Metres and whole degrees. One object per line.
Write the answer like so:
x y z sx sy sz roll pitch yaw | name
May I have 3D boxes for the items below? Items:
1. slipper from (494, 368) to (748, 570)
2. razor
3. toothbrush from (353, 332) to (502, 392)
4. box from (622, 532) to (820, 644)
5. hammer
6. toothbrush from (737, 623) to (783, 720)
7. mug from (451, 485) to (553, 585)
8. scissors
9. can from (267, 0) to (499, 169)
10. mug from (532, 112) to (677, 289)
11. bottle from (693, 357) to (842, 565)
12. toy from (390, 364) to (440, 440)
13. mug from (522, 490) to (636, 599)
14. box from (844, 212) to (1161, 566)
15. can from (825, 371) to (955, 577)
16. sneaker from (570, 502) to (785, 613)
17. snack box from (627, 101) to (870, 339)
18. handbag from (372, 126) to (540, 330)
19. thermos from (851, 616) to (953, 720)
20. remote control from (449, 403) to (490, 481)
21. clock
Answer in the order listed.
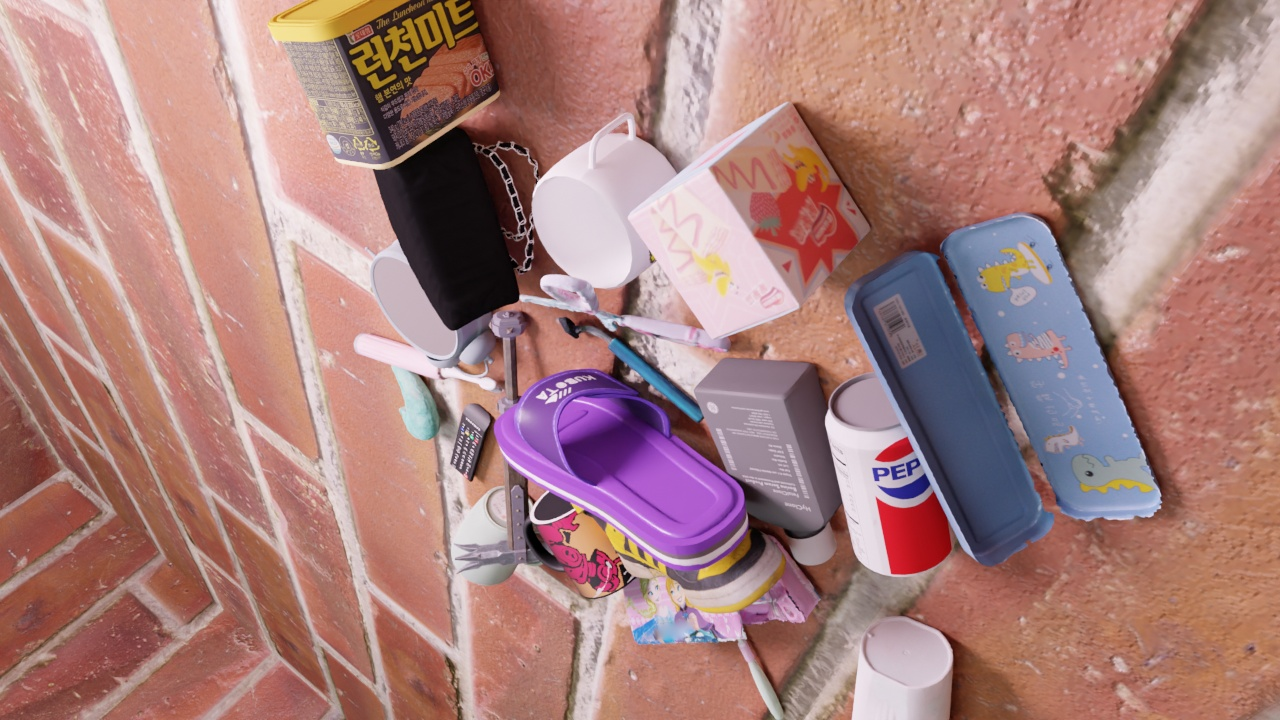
-0.027 0.063 0.745 0.267 0.107 0.084 28 143 44 | slipper
-0.005 0.004 0.764 0.144 0.022 0.042 35 180 8 | razor
-0.229 0.004 0.979 0.223 0.027 0.026 15 168 35 | toothbrush
0.057 0.226 0.870 0.084 0.070 0.231 52 144 -8 | box
-0.121 0.086 0.916 0.028 0.147 0.317 -110 18 -53 | hammer
0.120 0.318 0.944 0.155 0.015 0.022 66 170 -26 | toothbrush
-0.151 0.202 1.058 0.111 0.084 0.104 21 132 -12 | mug
-0.020 -0.035 0.677 0.171 0.013 0.177 15 175 19 | scissors
-0.169 -0.207 0.631 0.073 0.130 0.101 16 137 35 | can
-0.020 -0.111 0.625 0.094 0.067 0.116 28 141 23 | mug
0.111 0.082 0.700 0.084 0.046 0.174 4 127 43 | bottle
-0.258 0.049 1.051 0.085 0.033 0.105 39 144 33 | toy
-0.065 0.179 0.927 0.118 0.081 0.098 -18 112 32 | mug
0.213 0.021 0.541 0.125 0.043 0.209 -24 108 20 | box
0.169 0.078 0.618 0.070 0.070 0.132 10 131 39 | can
0.022 0.133 0.781 0.122 0.085 0.239 55 157 -14 | sneaker
0.066 -0.082 0.547 0.080 0.092 0.095 -20 109 51 | snack box
-0.148 -0.125 0.748 0.125 0.114 0.154 41 155 49 | handbag
0.220 0.322 0.784 0.099 0.099 0.221 18 131 33 | thermos
-0.193 0.096 1.041 0.033 0.015 0.147 39 144 9 | remote control
-0.196 -0.050 0.880 0.123 0.045 0.159 -6 119 48 | clock
